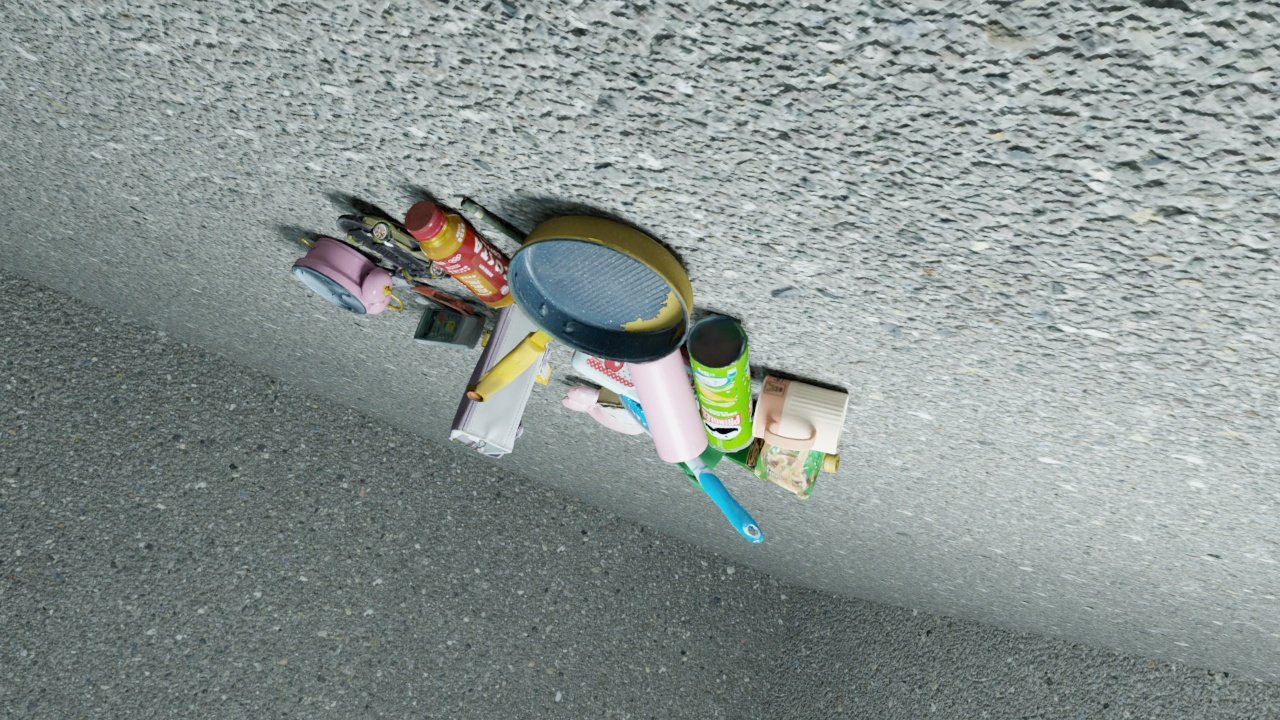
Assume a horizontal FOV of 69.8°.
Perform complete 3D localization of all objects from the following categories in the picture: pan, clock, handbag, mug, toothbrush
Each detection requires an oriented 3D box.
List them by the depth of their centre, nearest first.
[{"bbox_3d":[-0.093,-0.033,1.006,0.197,0.078,0.359,36,145,-22],"label":"pan"},{"bbox_3d":[-0.120,-0.128,1.007,0.185,0.012,0.017,31,155,-37],"label":"toothbrush"},{"bbox_3d":[0.199,0.076,1.155,0.106,0.114,0.082,12,120,16],"label":"mug"},{"bbox_3d":[-0.404,-0.111,1.287,0.158,0.059,0.117,31,161,-7],"label":"clock"},{"bbox_3d":[-0.197,0.032,1.305,0.098,0.196,0.145,24,165,-17],"label":"handbag"},{"bbox_3d":[0.102,0.112,1.319,0.068,0.131,0.120,23,-159,-35],"label":"handbag"}]

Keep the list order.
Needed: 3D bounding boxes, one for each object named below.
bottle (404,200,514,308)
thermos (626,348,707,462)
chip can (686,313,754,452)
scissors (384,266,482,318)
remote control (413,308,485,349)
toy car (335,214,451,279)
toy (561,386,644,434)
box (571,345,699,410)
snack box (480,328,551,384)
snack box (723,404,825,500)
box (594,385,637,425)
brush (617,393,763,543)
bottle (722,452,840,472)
[{"bbox_3d":[-0.200,-0.120,1.042,0.057,0.057,0.175,11,163,29],"label":"bottle"},{"bbox_3d":[0.021,0.022,1.107,0.087,0.067,0.199,44,157,61],"label":"thermos"},{"bbox_3d":[0.101,0.034,1.120,0.072,0.072,0.236,14,154,17],"label":"chip can"},{"bbox_3d":[-0.329,-0.113,1.299,0.222,0.015,0.189,22,163,2],"label":"scissors"},{"bbox_3d":[-0.293,-0.049,1.407,0.135,0.056,0.019,7,160,40],"label":"remote control"},{"bbox_3d":[-0.296,-0.140,1.118,0.070,0.042,0.158,4,160,43],"label":"toy car"},{"bbox_3d":[-0.055,0.083,1.579,0.159,0.054,0.121,22,157,-11],"label":"toy"},{"bbox_3d":[-0.007,0.008,1.175,0.201,0.101,0.095,29,161,-30],"label":"box"},{"bbox_3d":[-0.200,-0.005,1.495,0.087,0.033,0.140,17,166,10],"label":"snack box"},{"bbox_3d":[0.188,0.125,1.327,0.118,0.117,0.106,30,166,-31],"label":"snack box"},{"bbox_3d":[0.011,0.067,1.439,0.185,0.061,0.089,9,161,39],"label":"box"},{"bbox_3d":[0.060,0.115,1.254,0.314,0.060,0.110,45,160,32],"label":"brush"},{"bbox_3d":[0.204,0.138,1.442,0.219,0.065,0.065,11,163,27],"label":"bottle"}]
